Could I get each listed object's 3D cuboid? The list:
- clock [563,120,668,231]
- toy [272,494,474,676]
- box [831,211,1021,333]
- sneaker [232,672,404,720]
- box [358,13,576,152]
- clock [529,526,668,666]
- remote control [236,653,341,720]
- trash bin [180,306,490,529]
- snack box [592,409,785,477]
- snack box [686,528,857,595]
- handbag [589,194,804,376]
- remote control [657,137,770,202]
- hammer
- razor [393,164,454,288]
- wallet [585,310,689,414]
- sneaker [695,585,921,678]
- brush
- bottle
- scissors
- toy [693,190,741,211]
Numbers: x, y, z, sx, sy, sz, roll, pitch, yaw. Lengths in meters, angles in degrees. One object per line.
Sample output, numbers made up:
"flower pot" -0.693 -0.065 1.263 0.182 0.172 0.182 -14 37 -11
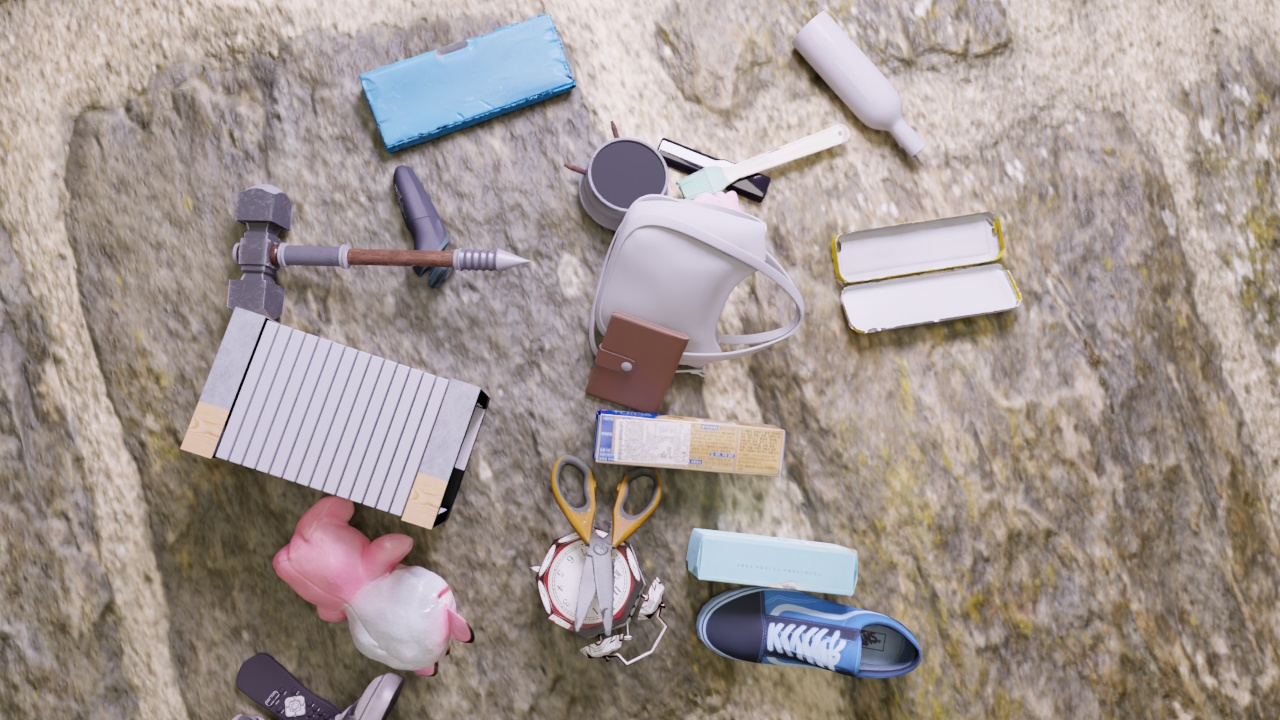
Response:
"clock" -0.007 -0.191 1.039 0.148 0.056 0.103 42 73 5
"toy" -0.274 0.242 0.943 0.213 0.084 0.142 41 118 -4
"box" 0.333 -0.103 1.072 0.209 0.039 0.129 -9 76 -7
"sneaker" -0.344 0.381 0.922 0.120 0.095 0.235 45 100 -4
"box" -0.195 -0.316 1.039 0.231 0.048 0.093 -20 87 -7
"clock" -0.038 0.254 0.984 0.114 0.065 0.154 -42 74 -8
"remote control" -0.373 0.360 0.973 0.124 0.009 0.046 39 82 0
"trash bin" -0.300 0.062 0.943 0.247 0.142 0.142 19 83 -3
"snack box" 0.052 0.091 1.013 0.206 0.057 0.056 5 93 -3
"snack box" 0.142 0.219 1.002 0.174 0.075 0.053 8 84 -5
"handbag" 0.068 -0.068 1.006 0.222 0.095 0.216 17 123 -8
"remote control" 0.084 -0.224 1.071 0.136 0.015 0.032 21 83 -3
"hammer" -0.279 -0.110 0.982 0.322 0.043 0.156 2 84 7
"razor" -0.245 -0.151 1.023 0.052 0.047 0.143 -21 83 -31
"wallet" -0.006 0.006 1.000 0.087 0.121 0.013 19 40 -3
"sneaker" 0.185 0.294 0.985 0.241 0.098 0.083 8 83 -4
"brush" 0.145 -0.231 1.063 0.217 0.012 0.033 -21 86 -9
"bottle" 0.262 -0.319 1.078 0.052 0.052 0.195 -41 89 -8
"scissors" -0.029 0.185 0.958 0.161 0.016 0.225 -1 45 -14
"toy" 0.087 -0.149 1.042 0.093 0.050 0.102 -42 127 -28
